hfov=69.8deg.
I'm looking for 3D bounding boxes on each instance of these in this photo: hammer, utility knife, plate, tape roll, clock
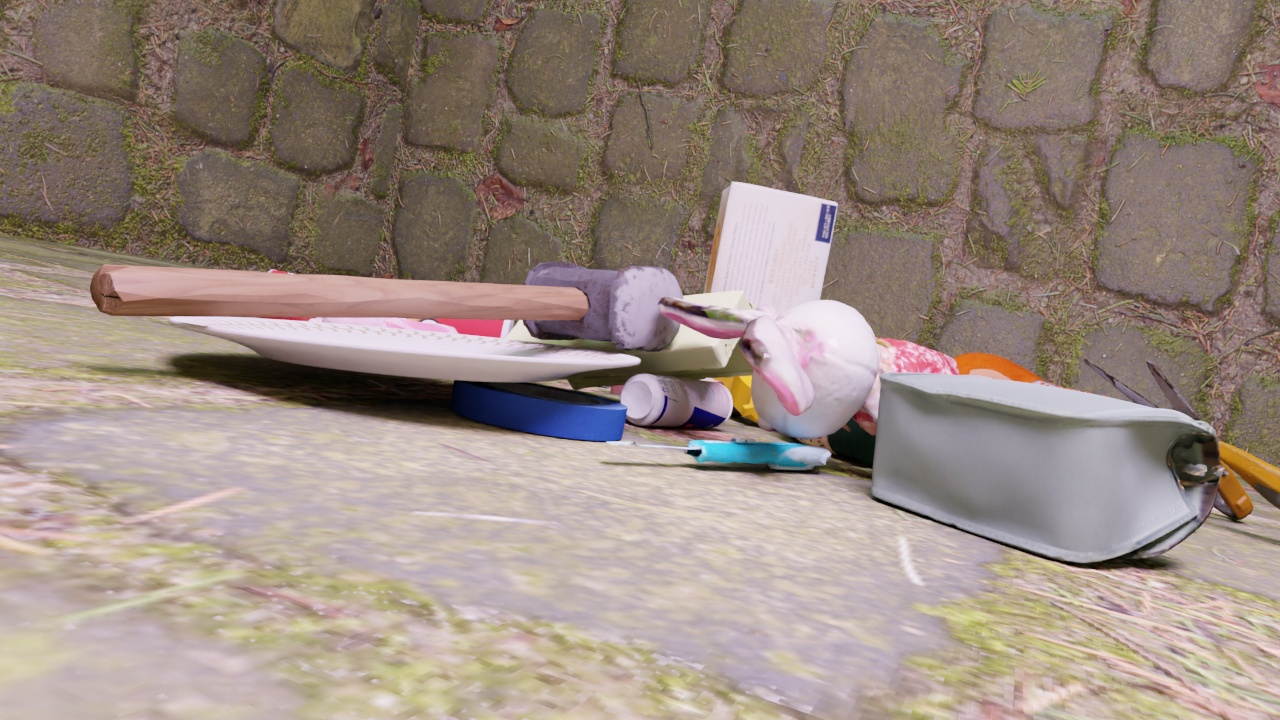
[{"bbox_3d":[-0.110,-0.032,0.491,0.098,0.052,0.327,8,7,42],"label":"hammer"},{"bbox_3d":[0.042,0.045,0.445,0.022,0.015,0.161,10,1,42],"label":"utility knife"},{"bbox_3d":[-0.122,-0.005,0.499,0.242,0.016,0.242,6,2,0],"label":"plate"},{"bbox_3d":[-0.054,0.025,0.488,0.093,0.016,0.091,11,2,-6],"label":"tape roll"},{"bbox_3d":[0.130,0.027,0.757,0.129,0.044,0.099,2,28,-21],"label":"clock"}]

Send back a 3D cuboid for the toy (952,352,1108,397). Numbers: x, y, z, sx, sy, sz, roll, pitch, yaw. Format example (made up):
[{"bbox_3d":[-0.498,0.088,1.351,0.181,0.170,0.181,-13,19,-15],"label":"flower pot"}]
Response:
[{"bbox_3d":[0.289,0.052,0.695,0.163,0.093,0.172,5,18,-40],"label":"toy"}]

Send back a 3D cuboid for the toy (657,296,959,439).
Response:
[{"bbox_3d":[0.110,0.012,0.516,0.194,0.084,0.159,24,8,-26],"label":"toy"}]

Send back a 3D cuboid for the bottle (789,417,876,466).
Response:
[{"bbox_3d":[0.139,0.033,0.645,0.061,0.061,0.131,8,3,-24],"label":"bottle"}]

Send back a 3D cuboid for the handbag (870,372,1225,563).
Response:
[{"bbox_3d":[0.180,0.046,0.422,0.106,0.067,0.122,-1,8,-34],"label":"handbag"}]

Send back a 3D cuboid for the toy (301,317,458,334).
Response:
[{"bbox_3d":[-0.193,-0.023,0.675,0.110,0.047,0.063,15,12,14],"label":"toy"}]

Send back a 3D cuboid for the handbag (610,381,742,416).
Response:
[{"bbox_3d":[0.033,0.028,0.797,0.119,0.029,0.055,5,7,-8],"label":"handbag"}]

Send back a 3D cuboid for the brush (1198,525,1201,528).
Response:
[{"bbox_3d":[0.279,0.088,0.547,0.151,0.012,0.039,10,3,-28],"label":"brush"}]

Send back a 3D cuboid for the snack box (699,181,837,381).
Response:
[{"bbox_3d":[0.111,-0.055,0.864,0.104,0.208,0.057,10,2,-6],"label":"snack box"}]

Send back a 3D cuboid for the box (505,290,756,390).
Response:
[{"bbox_3d":[-0.005,-0.012,0.657,0.188,0.066,0.127,-5,-9,32],"label":"box"}]

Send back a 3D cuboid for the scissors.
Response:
[{"bbox_3d":[0.405,0.073,0.635,0.225,0.016,0.229,48,6,40],"label":"scissors"}]

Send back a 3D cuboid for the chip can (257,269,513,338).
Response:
[{"bbox_3d":[-0.223,-0.036,0.813,0.214,0.052,0.052,10,2,-3],"label":"chip can"}]

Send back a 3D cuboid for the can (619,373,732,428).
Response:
[{"bbox_3d":[0.024,0.027,0.601,0.032,0.032,0.095,12,3,35],"label":"can"}]
